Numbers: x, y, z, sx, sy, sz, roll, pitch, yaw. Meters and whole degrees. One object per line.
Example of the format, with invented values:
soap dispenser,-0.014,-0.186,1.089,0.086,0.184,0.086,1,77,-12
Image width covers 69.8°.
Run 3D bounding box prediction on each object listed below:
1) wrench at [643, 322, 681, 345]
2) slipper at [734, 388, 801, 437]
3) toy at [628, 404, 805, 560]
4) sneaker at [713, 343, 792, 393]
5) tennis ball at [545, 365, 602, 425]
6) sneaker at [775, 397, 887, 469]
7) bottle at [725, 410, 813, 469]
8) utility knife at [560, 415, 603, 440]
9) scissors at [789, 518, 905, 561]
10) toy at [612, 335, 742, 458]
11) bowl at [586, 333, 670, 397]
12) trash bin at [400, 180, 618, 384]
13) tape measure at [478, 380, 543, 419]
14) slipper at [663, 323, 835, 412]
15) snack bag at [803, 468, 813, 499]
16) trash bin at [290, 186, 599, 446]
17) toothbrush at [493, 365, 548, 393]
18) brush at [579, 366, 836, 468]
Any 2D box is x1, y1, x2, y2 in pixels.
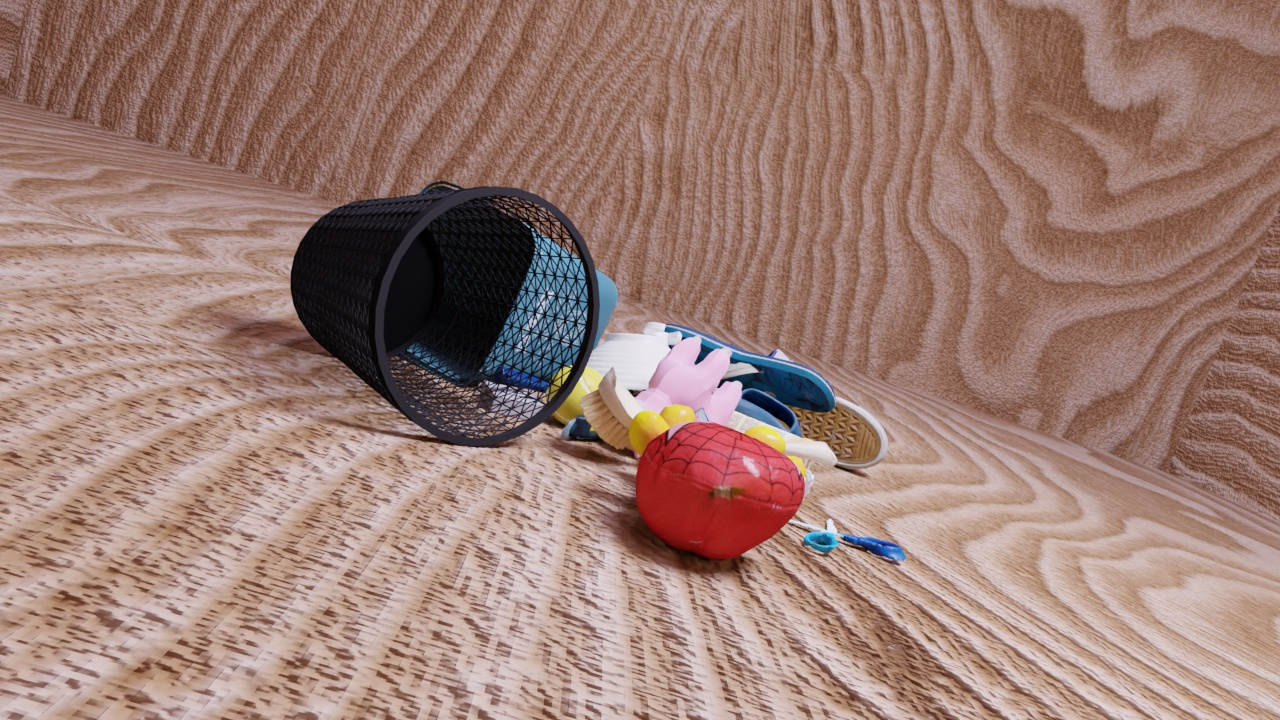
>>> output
wrench,0.020,-0.001,1.225,0.047,0.009,0.274,16,-17,1
slipper,0.157,0.073,1.150,0.104,0.059,0.213,25,-4,24
toy,0.060,0.093,0.733,0.147,0.099,0.216,7,6,3
sneaker,0.220,0.045,1.394,0.244,0.111,0.091,18,8,2
tennis ball,-0.066,0.037,0.954,0.065,0.065,0.065,18,8,-3
sneaker,0.236,0.085,1.278,0.236,0.087,0.079,19,2,30
bottle,0.113,0.089,1.036,0.162,0.056,0.056,21,8,19
utility knife,-0.026,0.071,0.956,0.020,0.029,0.173,17,7,35
scissors,0.183,0.164,0.846,0.133,0.014,0.127,15,3,6
toy,0.037,0.050,0.964,0.067,0.157,0.123,24,-30,36
bowl,-0.007,0.006,1.100,0.177,0.071,0.177,5,-4,0
trash bin,-0.158,-0.073,1.090,0.199,0.196,0.218,29,6,29
tape measure,-0.132,0.041,0.945,0.062,0.020,0.060,15,8,-23
slipper,0.124,0.026,1.229,0.295,0.060,0.118,17,-26,40
snack bag,0.116,0.114,0.945,0.116,0.036,0.077,21,7,19
trash bin,-0.199,-0.058,0.851,0.216,0.217,0.243,11,4,-43
toothbrush,-0.099,0.032,0.993,0.017,0.016,0.190,27,1,28
brush,0.070,0.069,0.886,0.272,0.078,0.062,15,39,-18
